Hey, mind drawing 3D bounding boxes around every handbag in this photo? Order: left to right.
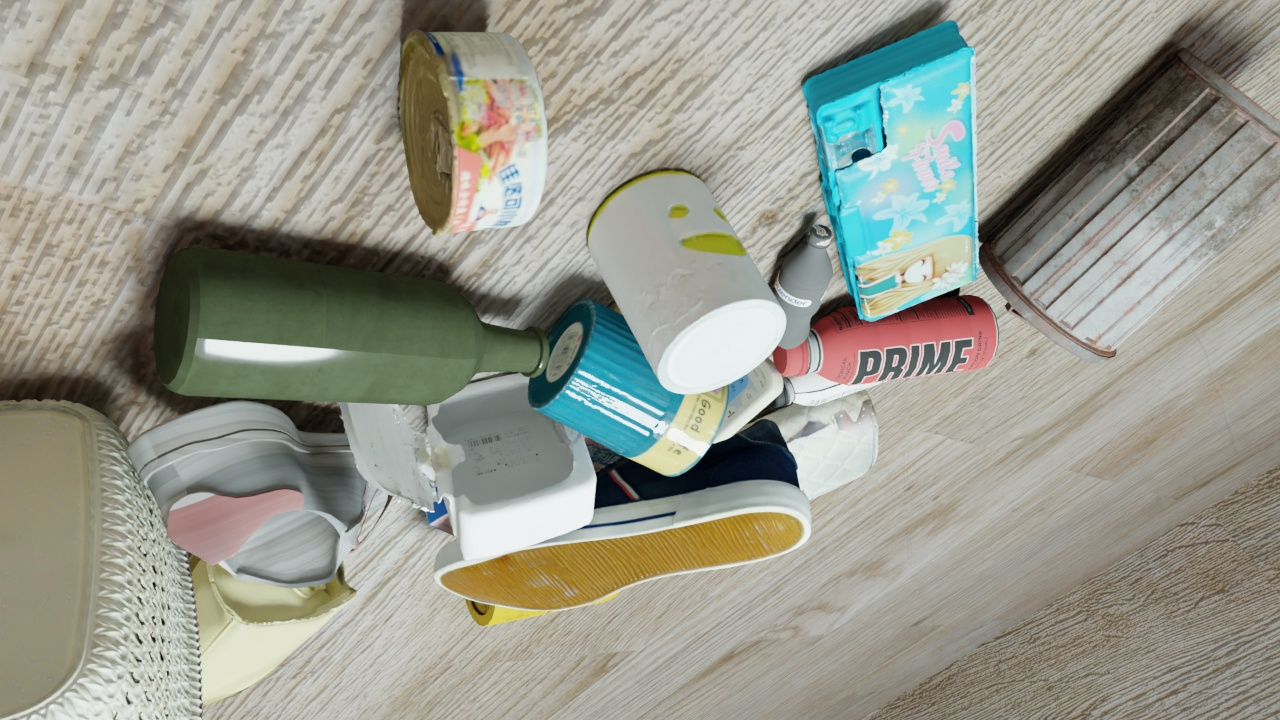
[{"bbox_3d":[-0.288,0.187,0.674,0.119,0.081,0.111,-45,151,24],"label":"handbag"},{"bbox_3d":[0.125,0.100,0.848,0.195,0.072,0.139,-25,147,-4],"label":"handbag"}]

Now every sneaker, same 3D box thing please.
[{"bbox_3d":[-0.200,0.091,0.538,0.099,0.089,0.236,-21,166,4],"label":"sneaker"},{"bbox_3d":[-0.021,0.107,0.693,0.295,0.127,0.121,-19,138,17],"label":"sneaker"}]

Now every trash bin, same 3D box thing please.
[{"bbox_3d":[0.362,-0.103,0.677,0.130,0.130,0.212,5,135,-40],"label":"trash bin"}]

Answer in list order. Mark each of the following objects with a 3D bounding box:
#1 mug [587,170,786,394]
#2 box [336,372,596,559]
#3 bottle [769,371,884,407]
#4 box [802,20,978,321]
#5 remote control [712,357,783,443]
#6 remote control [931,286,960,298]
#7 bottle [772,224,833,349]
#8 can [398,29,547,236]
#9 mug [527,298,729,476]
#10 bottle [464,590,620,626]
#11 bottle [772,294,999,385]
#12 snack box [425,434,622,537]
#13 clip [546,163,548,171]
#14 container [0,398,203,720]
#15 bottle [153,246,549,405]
[{"bbox_3d":[0.026,-0.045,0.536,0.082,0.106,0.083,-19,148,-13],"label":"mug"},{"bbox_3d":[-0.117,0.062,0.590,0.188,0.111,0.101,0,137,-35],"label":"box"},{"bbox_3d":[0.161,0.013,0.779,0.116,0.041,0.041,-17,147,-15],"label":"bottle"},{"bbox_3d":[0.170,-0.107,0.595,0.094,0.039,0.227,-21,146,8],"label":"box"},{"bbox_3d":[0.067,0.045,0.759,0.018,0.038,0.126,14,130,-46],"label":"remote control"},{"bbox_3d":[0.244,-0.079,0.730,0.033,0.015,0.147,-26,148,-1],"label":"remote control"},{"bbox_3d":[0.114,-0.053,0.655,0.036,0.036,0.110,-15,146,-19],"label":"bottle"},{"bbox_3d":[-0.076,-0.100,0.403,0.043,0.086,0.086,-10,145,-26],"label":"can"},{"bbox_3d":[-0.004,0.003,0.599,0.107,0.113,0.083,27,165,-23],"label":"mug"},{"bbox_3d":[-0.073,0.194,0.842,0.163,0.071,0.071,-2,140,-34],"label":"bottle"},{"bbox_3d":[0.193,-0.014,0.734,0.176,0.062,0.062,-6,144,-13],"label":"bottle"},{"bbox_3d":[-0.084,0.090,0.720,0.154,0.033,0.088,-32,148,8],"label":"snack box"},{"bbox_3d":[-0.069,-0.093,0.476,0.052,0.033,0.013,-40,147,22],"label":"clip"},{"bbox_3d":[-0.314,0.134,0.433,0.184,0.251,0.143,-7,133,-24],"label":"container"},{"bbox_3d":[-0.142,-0.012,0.495,0.206,0.071,0.072,5,136,-41],"label":"bottle"}]
